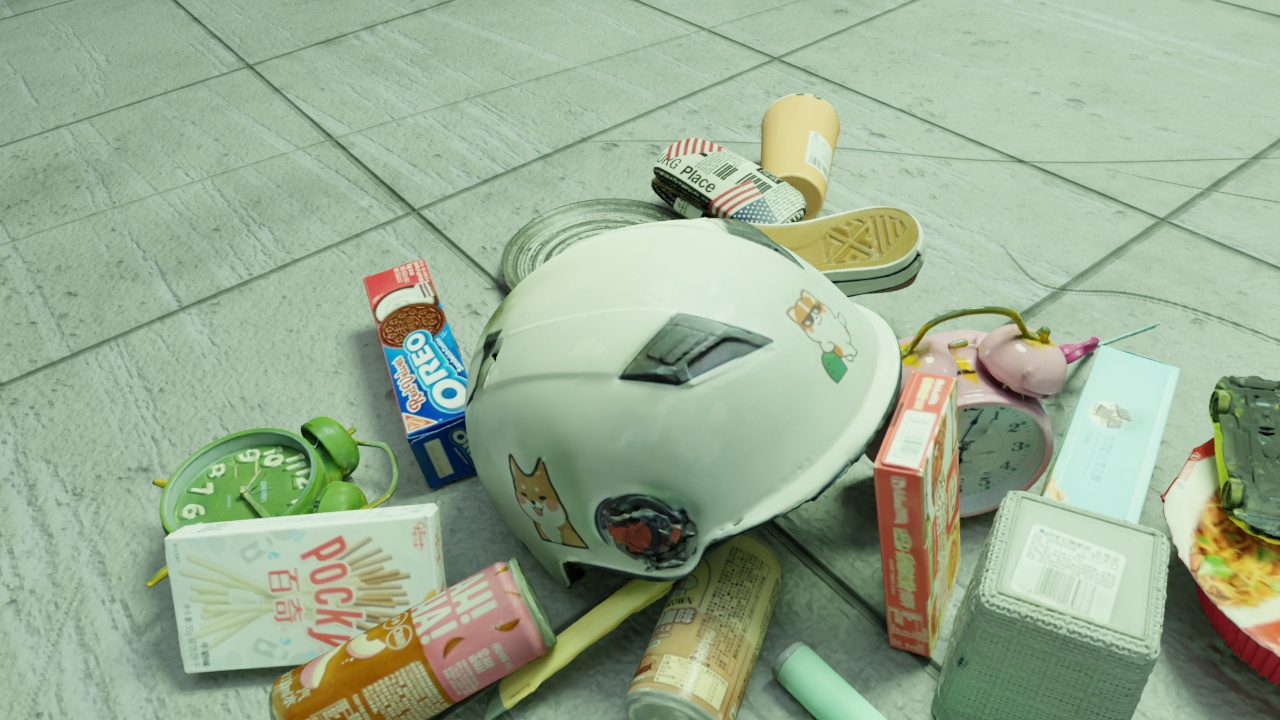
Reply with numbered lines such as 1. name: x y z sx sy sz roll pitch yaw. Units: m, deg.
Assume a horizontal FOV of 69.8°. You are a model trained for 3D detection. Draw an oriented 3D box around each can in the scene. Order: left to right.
1. can: -0.123 0.166 0.503 0.147 0.058 0.058 -27 45 -9
2. can: 0.038 0.155 0.513 0.058 0.059 0.116 13 45 19

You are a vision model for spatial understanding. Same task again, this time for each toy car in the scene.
1. toy car: 0.347 0.056 0.513 0.048 0.032 0.105 7 54 13

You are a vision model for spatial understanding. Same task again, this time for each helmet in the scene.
1. helmet: -0.003 0.003 0.549 0.275 0.157 0.229 -22 29 43

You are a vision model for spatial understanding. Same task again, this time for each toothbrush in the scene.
1. toothbrush: 0.151 0.222 0.450 0.224 0.026 0.027 38 97 38

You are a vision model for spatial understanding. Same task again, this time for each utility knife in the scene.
1. utility knife: -0.001 0.131 0.517 0.221 0.022 0.031 -41 23 4

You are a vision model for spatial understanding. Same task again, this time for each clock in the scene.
1. clock: -0.241 0.095 0.614 0.161 0.056 0.116 -16 44 -12
2. clock: 0.194 0.030 0.560 0.117 0.159 0.059 -5 38 3

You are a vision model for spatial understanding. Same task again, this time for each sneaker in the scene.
1. sneaker: 0.102 -0.061 0.728 0.241 0.088 0.118 -6 54 15

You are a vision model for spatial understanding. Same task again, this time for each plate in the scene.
1. plate: -0.036 -0.089 0.823 0.179 0.024 0.179 -2 43 2

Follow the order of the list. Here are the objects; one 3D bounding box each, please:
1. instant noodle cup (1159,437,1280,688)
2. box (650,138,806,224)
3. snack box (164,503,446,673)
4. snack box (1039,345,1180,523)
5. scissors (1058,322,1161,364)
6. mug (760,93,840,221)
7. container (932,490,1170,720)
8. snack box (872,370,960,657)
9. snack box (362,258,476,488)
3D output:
1. instant noodle cup: 0.388 0.122 0.505 0.194 0.066 0.193 -3 43 2
2. box: 0.077 -0.155 0.826 0.075 0.083 0.163 -14 43 -41
3. snack box: -0.195 0.135 0.545 0.157 0.085 0.027 -5 6 1
4. snack box: 0.280 0.073 0.565 0.052 0.074 0.174 21 48 24
5. scissors: 0.305 -0.006 0.646 0.133 0.130 0.017 -20 78 3
6. mug: 0.150 -0.190 0.879 0.078 0.078 0.122 4 47 10
7. container: 0.211 0.137 0.471 0.090 0.114 0.090 15 45 21
8. snack box: 0.155 0.087 0.504 0.025 0.153 0.075 9 43 29
9. snack box: -0.165 0.004 0.708 0.057 0.058 0.207 -19 43 -11
